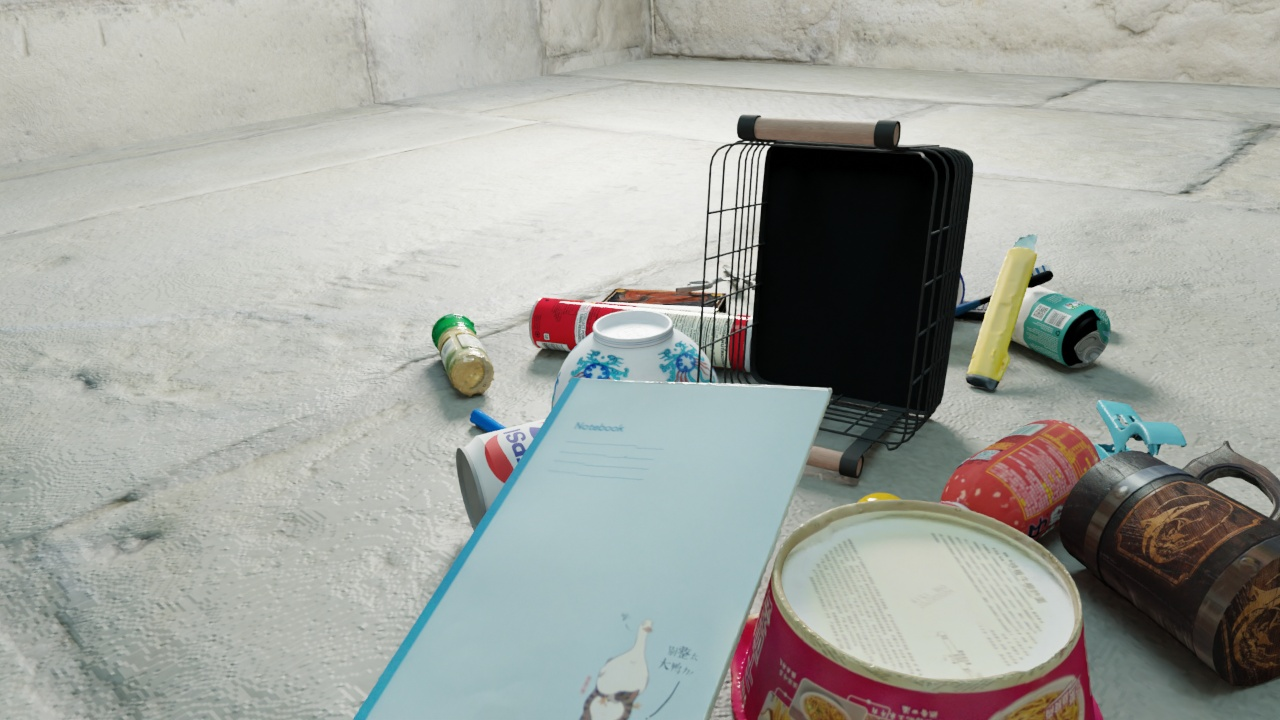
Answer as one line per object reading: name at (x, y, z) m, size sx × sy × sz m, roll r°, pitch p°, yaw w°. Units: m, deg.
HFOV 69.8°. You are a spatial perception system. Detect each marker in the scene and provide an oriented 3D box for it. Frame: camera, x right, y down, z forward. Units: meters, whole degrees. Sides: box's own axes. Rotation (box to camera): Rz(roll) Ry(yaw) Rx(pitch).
marker at (-0.090, 0.066, 0.702) m, size 0.013 × 0.013 × 0.142 m, roll -21°, pitch 30°, yaw -34°

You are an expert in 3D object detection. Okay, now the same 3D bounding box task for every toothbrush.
toothbrush at (0.288, -0.047, 0.831) m, size 0.168 × 0.014 × 0.014 m, roll -23°, pitch 58°, yaw 14°

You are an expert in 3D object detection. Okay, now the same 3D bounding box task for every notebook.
notebook at (-0.018, 0.100, 0.482) m, size 0.181 × 0.009 × 0.252 m, roll 1°, pitch 43°, yaw 31°

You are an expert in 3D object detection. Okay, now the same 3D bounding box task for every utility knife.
utility knife at (0.317, -0.045, 0.794) m, size 0.030 × 0.017 × 0.164 m, roll 17°, pitch 70°, yaw 23°

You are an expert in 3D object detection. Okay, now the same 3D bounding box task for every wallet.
wallet at (0.024, -0.054, 0.949) m, size 0.123 × 0.019 × 0.072 m, roll 4°, pitch 20°, yaw 15°

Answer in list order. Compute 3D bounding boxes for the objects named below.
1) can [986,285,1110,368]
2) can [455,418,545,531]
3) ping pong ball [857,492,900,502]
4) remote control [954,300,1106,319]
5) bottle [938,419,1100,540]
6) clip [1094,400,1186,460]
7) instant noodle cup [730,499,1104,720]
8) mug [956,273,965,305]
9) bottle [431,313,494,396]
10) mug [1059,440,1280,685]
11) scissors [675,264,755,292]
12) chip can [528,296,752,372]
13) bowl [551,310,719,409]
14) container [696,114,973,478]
can at (0.363, -0.034, 0.820) m, size 0.054 × 0.055 × 0.101 m, roll -12°, pitch 25°, yaw -19°
can at (-0.050, 0.072, 0.612) m, size 0.132 × 0.070 × 0.070 m, roll -13°, pitch 26°, yaw -22°
ping pong ball at (0.147, 0.101, 0.559) m, size 0.040 × 0.040 × 0.040 m, roll -3°, pitch 24°, yaw 1°
remote control at (0.374, -0.043, 0.888) m, size 0.137 × 0.015 × 0.032 m, roll 6°, pitch 25°, yaw 25°
bottle at (0.222, 0.085, 0.562) m, size 0.137 × 0.062 × 0.062 m, roll -20°, pitch 29°, yaw -33°
clip at (0.323, 0.082, 0.601) m, size 0.031 × 0.121 × 0.130 m, roll 0°, pitch -7°, yaw 12°
instant noodle cup at (0.133, 0.134, 0.441) m, size 0.178 × 0.078 × 0.178 m, roll -2°, pitch 24°, yaw 1°
mug at (0.258, -0.087, 0.907) m, size 0.112 × 0.075 × 0.076 m, roll 23°, pitch 25°, yaw -3°
bottle at (-0.162, -0.007, 0.839) m, size 0.043 × 0.043 × 0.111 m, roll -11°, pitch 26°, yaw -17°
mug at (0.306, 0.095, 0.488) m, size 0.115 × 0.080 × 0.107 m, roll -30°, pitch 27°, yaw -5°
scissors at (0.092, -0.090, 1.007) m, size 0.161 × 0.014 × 0.142 m, roll -7°, pitch 17°, yaw -25°
chip can at (0.003, -0.026, 0.848) m, size 0.215 × 0.052 × 0.051 m, roll 6°, pitch 26°, yaw 21°
bowl at (-0.004, 0.004, 0.752) m, size 0.144 × 0.074 × 0.143 m, roll -3°, pitch 24°, yaw 1°
container at (0.139, -0.055, 0.680) m, size 0.163 × 0.241 × 0.130 m, roll 11°, pitch 18°, yaw 29°
